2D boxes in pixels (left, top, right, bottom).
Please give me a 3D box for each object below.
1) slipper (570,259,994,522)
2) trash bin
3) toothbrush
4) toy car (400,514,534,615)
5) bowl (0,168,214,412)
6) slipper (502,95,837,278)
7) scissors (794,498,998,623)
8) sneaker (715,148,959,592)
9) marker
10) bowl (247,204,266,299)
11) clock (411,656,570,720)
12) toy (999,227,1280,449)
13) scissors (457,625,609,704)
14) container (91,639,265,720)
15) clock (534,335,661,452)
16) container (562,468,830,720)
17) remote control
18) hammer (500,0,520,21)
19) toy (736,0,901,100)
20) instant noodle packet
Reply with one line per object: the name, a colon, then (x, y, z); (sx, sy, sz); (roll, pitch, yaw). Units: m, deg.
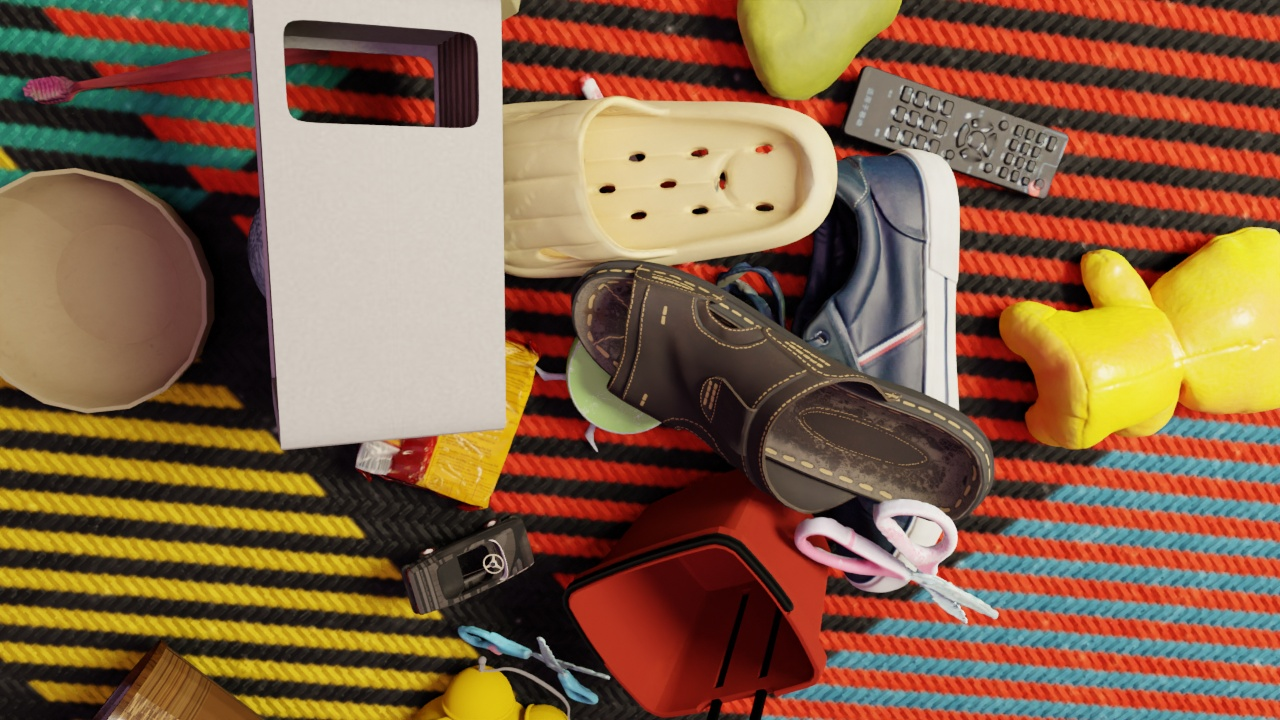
slipper: (0.071, 0.026, 0.534); (0.268, 0.075, 0.113); (26, 129, 11)
trash bin: (-0.146, -0.079, 0.506); (0.114, 0.114, 0.229); (-4, 103, -23)
toothbrush: (-0.294, -0.185, 0.582); (0.190, 0.016, 0.016); (-9, 101, -1)
toy car: (-0.117, 0.142, 0.636); (0.092, 0.037, 0.040); (-20, 103, -32)
bowl: (-0.347, -0.046, 0.591); (0.152, 0.050, 0.152); (-1, 102, -3)
slipper: (-0.015, -0.103, 0.554); (0.262, 0.079, 0.111); (0, 103, 14)
scissors: (0.182, 0.127, 0.557); (0.178, 0.016, 0.103); (31, 139, -25)
sneaker: (0.127, 0.012, 0.602); (0.127, 0.121, 0.294); (-4, 99, -15)
marker: (-0.003, -0.125, 0.612); (0.013, 0.012, 0.142); (-30, 101, 3)
bowl: (-0.200, -0.068, 0.590); (0.114, 0.060, 0.114); (-1, 102, -4)
clock: (-0.116, 0.289, 0.675); (0.113, 0.052, 0.152); (36, 102, -9)
toy: (0.351, -0.013, 0.617); (0.194, 0.087, 0.134); (-14, 98, 1)
scissors: (-0.066, 0.219, 0.650); (0.133, 0.135, 0.015); (53, 56, -38)
container: (-0.303, 0.296, 0.632); (0.167, 0.132, 0.132); (40, 97, -16)
clock: (-0.004, 0.004, 0.624); (0.119, 0.042, 0.094); (-36, 102, 4)
container: (0.034, 0.166, 0.564); (0.148, 0.200, 0.127); (-27, 105, 33)
remote control: (0.208, -0.151, 0.613); (0.150, 0.022, 0.047); (17, 100, -8)
hammer: (-0.136, -0.376, 0.506); (0.190, 0.100, 0.325); (11, 101, -5)
toy: (0.116, -0.219, 0.578); (0.110, 0.051, 0.090); (-25, 104, 0)
instant noodle packet: (-0.132, 0.034, 0.625); (0.098, 0.039, 0.135); (20, 100, -4)
